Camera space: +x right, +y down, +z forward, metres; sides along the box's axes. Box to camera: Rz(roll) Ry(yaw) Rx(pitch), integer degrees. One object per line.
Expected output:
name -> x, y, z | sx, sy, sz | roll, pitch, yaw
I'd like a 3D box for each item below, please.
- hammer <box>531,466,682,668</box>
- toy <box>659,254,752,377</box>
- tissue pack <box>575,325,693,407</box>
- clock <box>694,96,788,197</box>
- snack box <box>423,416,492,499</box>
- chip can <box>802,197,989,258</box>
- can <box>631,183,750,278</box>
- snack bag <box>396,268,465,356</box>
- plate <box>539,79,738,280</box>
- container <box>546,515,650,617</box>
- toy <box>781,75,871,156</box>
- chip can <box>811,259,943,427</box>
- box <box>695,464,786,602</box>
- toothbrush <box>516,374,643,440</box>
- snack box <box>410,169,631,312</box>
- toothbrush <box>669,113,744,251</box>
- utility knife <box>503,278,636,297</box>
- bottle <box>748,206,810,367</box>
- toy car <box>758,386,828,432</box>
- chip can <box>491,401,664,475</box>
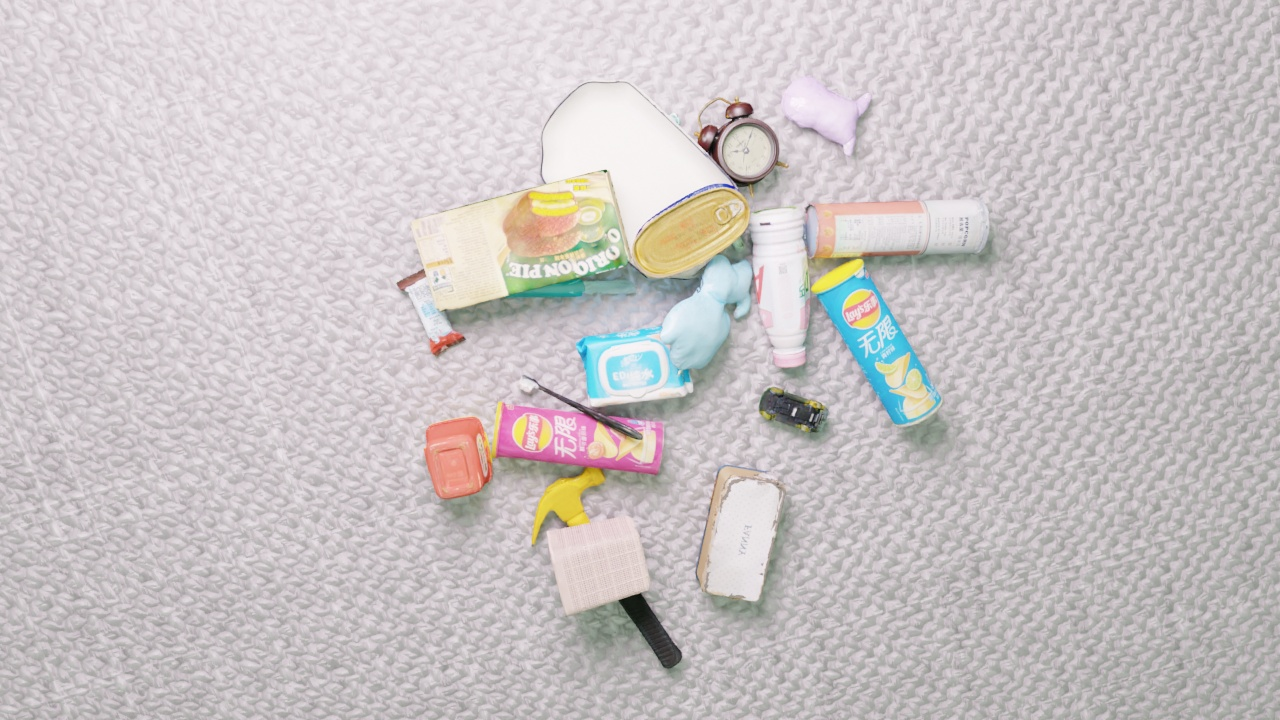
hammer -> -0.035, 0.284, 1.214 | 0.129, 0.033, 0.301 | -32, 101, 2
toy -> 0.081, -0.053, 1.118 | 0.161, 0.050, 0.156 | 4, 100, -49
tissue pack -> -0.007, 0.007, 1.147 | 0.140, 0.063, 0.090 | -8, 100, -3
clock -> 0.118, -0.262, 1.110 | 0.082, 0.055, 0.122 | -40, 100, 4
snack box -> -0.230, 0.124, 1.143 | 0.082, 0.080, 0.091 | -11, 102, -2
chip can -> 0.313, -0.163, 1.137 | 0.214, 0.071, 0.071 | -2, 101, -4
can -> 0.059, -0.154, 1.084 | 0.148, 0.049, 0.074 | -29, 106, 12
snack bag -> -0.258, -0.060, 1.133 | 0.048, 0.026, 0.104 | -28, 101, -5
plate -> 0.000, -0.216, 1.110 | 0.265, 0.034, 0.162 | 41, 105, -11
container -> -0.052, 0.252, 1.147 | 0.111, 0.090, 0.090 | -14, 101, -6
toy -> 0.224, -0.308, 1.119 | 0.108, 0.039, 0.083 | 23, 84, -4
chip can -> 0.298, -0.021, 1.149 | 0.071, 0.071, 0.210 | -33, 99, 2
box -> 0.129, 0.233, 1.206 | 0.090, 0.061, 0.184 | 12, 102, -6
toothbrush -> -0.076, 0.060, 1.135 | 0.181, 0.018, 0.016 | 24, 131, 18
snack box -> -0.139, -0.142, 1.085 | 0.240, 0.063, 0.114 | -14, 103, 7
toothbrush -> 0.079, -0.216, 1.134 | 0.029, 0.020, 0.189 | -36, 104, -19
utility knife -> -0.112, -0.090, 1.146 | 0.216, 0.013, 0.029 | 0, 99, -2
bottle -> 0.177, -0.089, 1.144 | 0.068, 0.068, 0.197 | -9, 105, -3
toy car -> 0.196, 0.063, 1.189 | 0.091, 0.036, 0.043 | 19, 100, -9
chip can -> -0.078, 0.100, 1.155 | 0.210, 0.071, 0.071 | 7, 100, -6
